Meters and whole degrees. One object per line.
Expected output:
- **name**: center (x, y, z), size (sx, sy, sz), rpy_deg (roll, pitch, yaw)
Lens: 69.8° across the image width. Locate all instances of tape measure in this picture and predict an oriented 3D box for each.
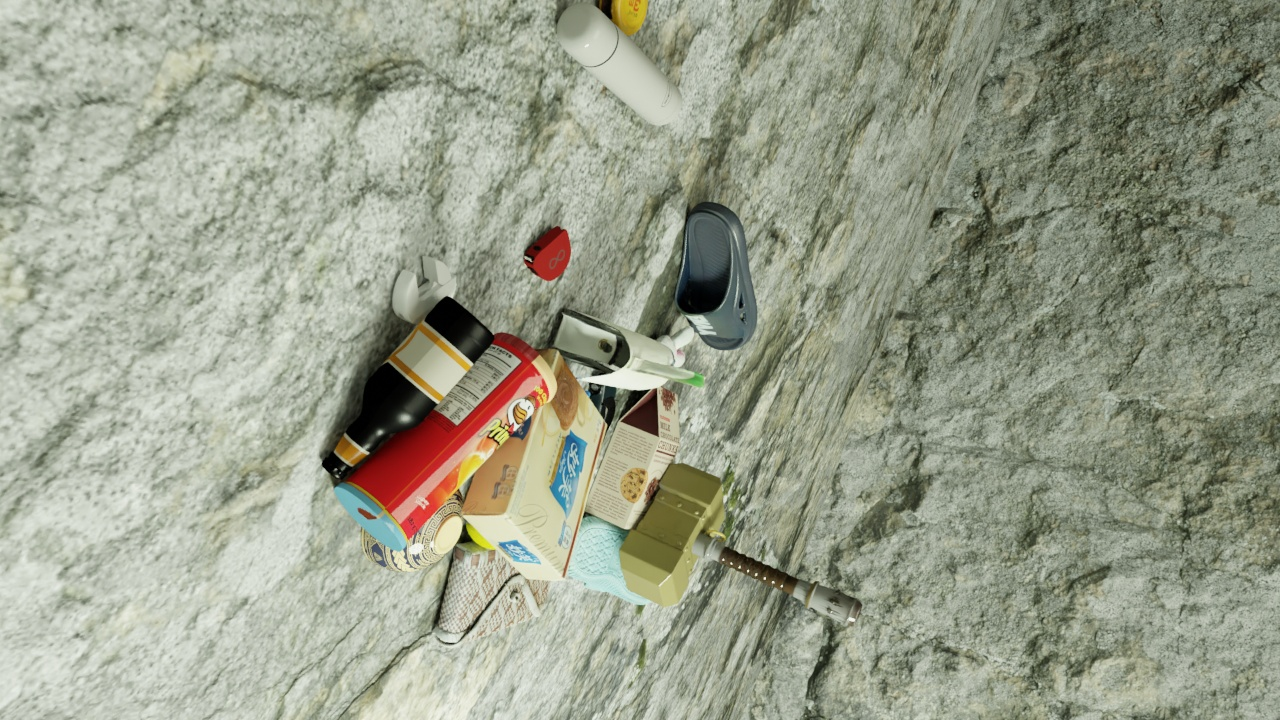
- **tape measure**: center (-0.100, -0.110, 0.991), size (0.058, 0.019, 0.051), rpy_deg (-47, 150, -29)
- **tape measure**: center (-0.018, -0.368, 0.948), size (0.068, 0.030, 0.059), rpy_deg (-20, 126, -58)

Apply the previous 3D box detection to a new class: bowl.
- **bowl**: center (-0.213, 0.161, 0.909), size (0.112, 0.061, 0.113), rpy_deg (-47, 148, -43)

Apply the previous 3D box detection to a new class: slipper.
- **slipper**: center (0.105, -0.102, 1.338), size (0.083, 0.111, 0.269), rpy_deg (-49, 146, -34)
- **slipper**: center (-0.046, 0.294, 1.381), size (0.276, 0.070, 0.116), rpy_deg (34, 76, -51)

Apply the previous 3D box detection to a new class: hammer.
- **hammer**: center (0.153, 0.293, 1.300), size (0.189, 0.325, 0.101), rpy_deg (-56, 154, -29)

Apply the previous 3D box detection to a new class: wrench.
- **wrench**: center (-0.178, -0.005, 0.910), size (0.066, 0.018, 0.274), rpy_deg (-58, 155, -25)

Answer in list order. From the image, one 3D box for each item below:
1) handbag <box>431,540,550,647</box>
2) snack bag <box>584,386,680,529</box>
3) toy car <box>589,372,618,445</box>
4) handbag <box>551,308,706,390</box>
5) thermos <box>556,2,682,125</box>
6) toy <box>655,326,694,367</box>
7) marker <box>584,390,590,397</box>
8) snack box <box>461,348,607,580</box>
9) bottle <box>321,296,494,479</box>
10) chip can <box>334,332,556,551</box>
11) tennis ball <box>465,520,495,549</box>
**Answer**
- **handbag**: center (-0.162, 0.267, 1.105), size (0.185, 0.047, 0.124), rpy_deg (0, 106, -58)
- **snack bag**: center (0.001, 0.138, 1.347), size (0.206, 0.070, 0.094), rpy_deg (-68, 157, -3)
- **toy car**: center (-0.054, 0.069, 1.217), size (0.046, 0.034, 0.112), rpy_deg (-12, 119, -63)
- **handbag**: center (-0.006, 0.006, 1.090), size (0.151, 0.176, 0.074), rpy_deg (14, 97, -67)
- **thermos**: center (-0.019, -0.308, 0.967), size (0.224, 0.052, 0.052), rpy_deg (12, 97, -66)
- **toy**: center (0.034, -0.003, 1.347), size (0.125, 0.037, 0.076), rpy_deg (-36, 144, -48)
- **marker**: center (-0.101, 0.097, 1.164), size (0.141, 0.013, 0.013), rpy_deg (-60, 155, -22)
- **snack box**: center (-0.108, 0.113, 1.004), size (0.153, 0.055, 0.206), rpy_deg (60, 35, -47)
- **bottle**: center (-0.208, 0.029, 0.803), size (0.181, 0.059, 0.059), rpy_deg (-49, 153, -8)
- **chip can**: center (-0.177, 0.072, 0.859), size (0.212, 0.087, 0.087), rpy_deg (-48, 149, -29)
- **tennis ball**: center (-0.162, 0.178, 1.028), size (0.065, 0.065, 0.065), rpy_deg (-47, 147, -43)
